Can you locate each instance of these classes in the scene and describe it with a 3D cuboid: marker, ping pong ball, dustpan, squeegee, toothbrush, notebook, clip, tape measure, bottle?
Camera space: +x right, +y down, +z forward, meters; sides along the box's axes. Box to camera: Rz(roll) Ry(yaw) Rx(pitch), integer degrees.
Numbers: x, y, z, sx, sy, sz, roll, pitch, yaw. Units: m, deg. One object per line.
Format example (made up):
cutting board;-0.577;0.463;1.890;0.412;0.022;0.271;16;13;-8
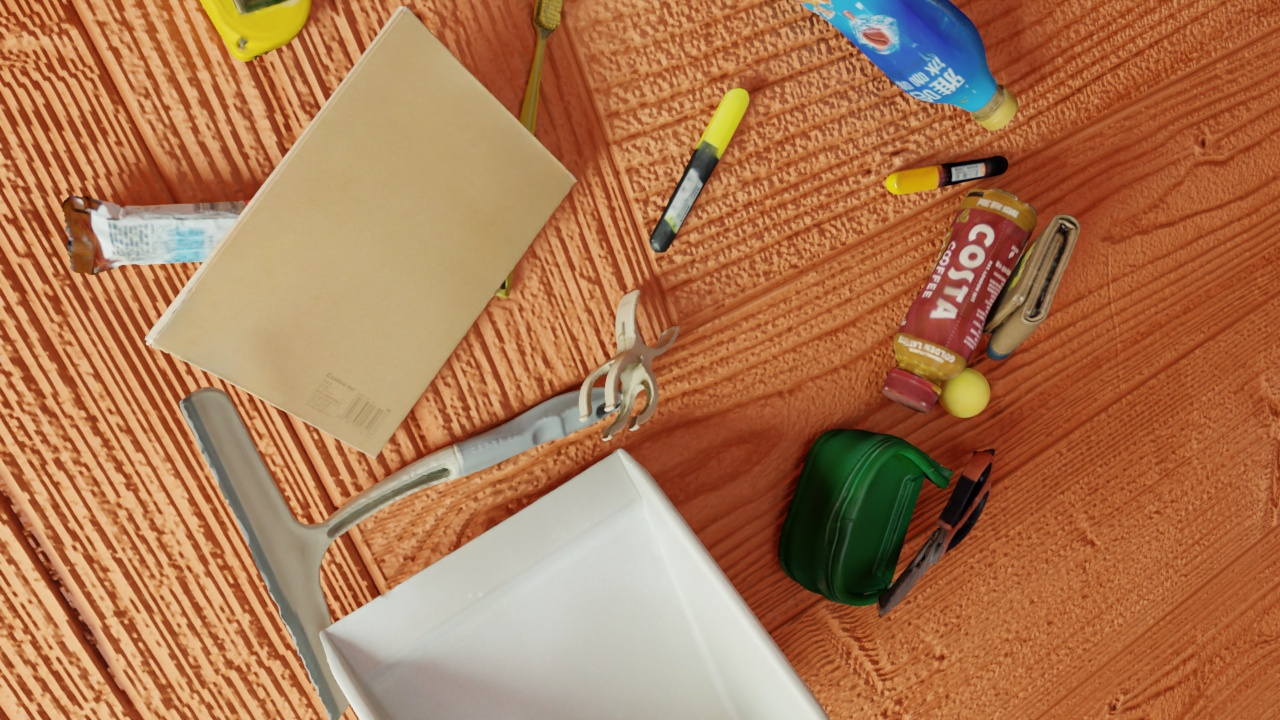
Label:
marker;0.039;-0.128;0.620;0.018;0.015;0.124;29;89;-26
ping pong ball;0.258;0.026;0.733;0.040;0.040;0.040;-4;100;-25
dustpan;-0.011;0.203;0.498;0.222;0.143;0.257;-30;89;-22
squeegee;-0.116;0.067;0.564;0.246;0.039;0.247;-27;127;-26
toothbrush;-0.071;-0.133;0.564;0.015;0.017;0.190;9;95;-26
notebook;-0.140;-0.060;0.507;0.211;0.012;0.149;-55;135;-5
marker;0.240;-0.145;0.712;0.123;0.015;0.018;-14;105;-26
clip;-0.006;0.002;0.590;0.076;0.035;0.100;42;50;-23
tape measure;-0.204;-0.194;0.484;0.057;0.029;0.060;-33;111;-18
bottle;0.188;-0.232;0.645;0.218;0.065;0.065;28;86;-27
bottle;0.241;-0.045;0.704;0.057;0.057;0.175;30;85;-26

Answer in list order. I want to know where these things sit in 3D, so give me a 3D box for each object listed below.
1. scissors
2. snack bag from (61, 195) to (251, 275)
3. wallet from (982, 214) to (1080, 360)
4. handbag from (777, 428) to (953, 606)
scissors;0.227;0.123;0.689;0.210;0.015;0.177;29;85;-59
snack bag;-0.244;-0.067;0.486;0.105;0.026;0.045;-7;130;-26
wallet;0.296;-0.053;0.701;0.033;0.115;0.090;24;83;12
handbag;0.174;0.120;0.693;0.120;0.068;0.131;17;90;-32
